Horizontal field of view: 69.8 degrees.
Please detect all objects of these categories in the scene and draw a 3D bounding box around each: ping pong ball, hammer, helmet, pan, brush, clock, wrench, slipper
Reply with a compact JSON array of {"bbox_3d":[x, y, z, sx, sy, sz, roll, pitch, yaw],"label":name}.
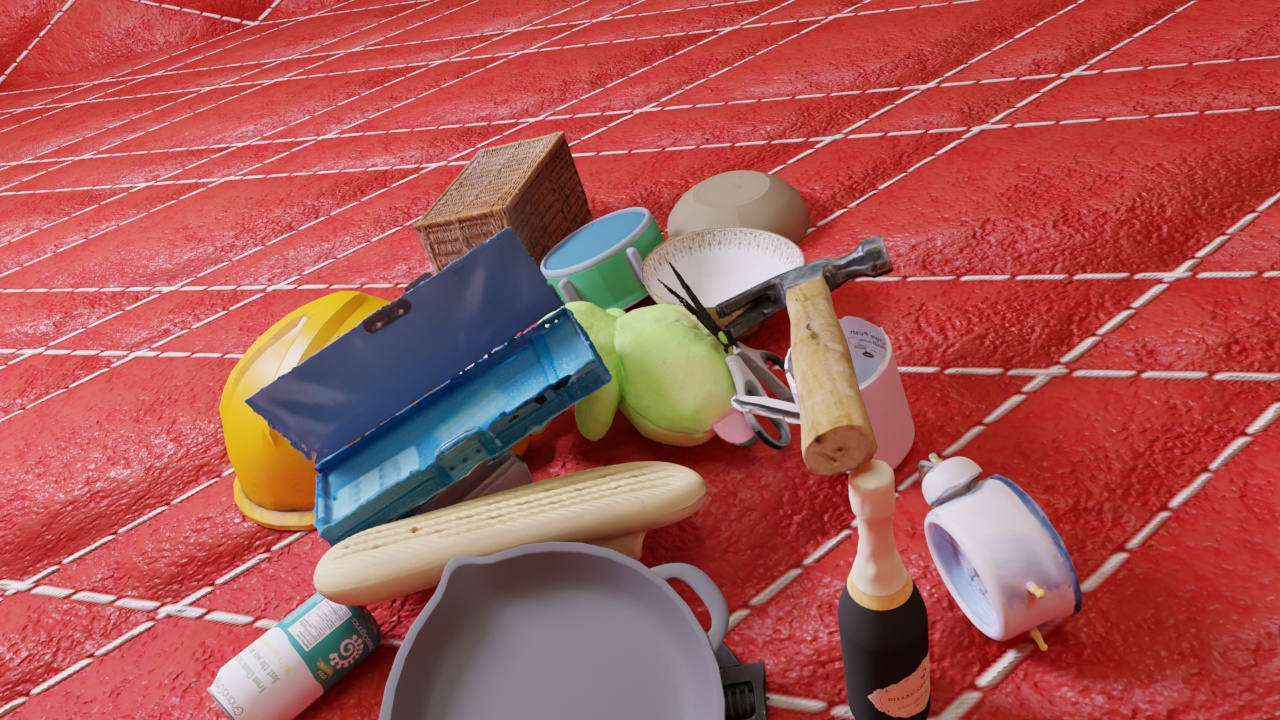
[{"bbox_3d":[-0.111,0.063,0.753,0.040,0.040,0.040,-10,36,7],"label":"ping pong ball"},{"bbox_3d":[0.106,-0.012,0.561,0.132,0.033,0.329,-19,15,13],"label":"hammer"},{"bbox_3d":[-0.260,0.013,0.798,0.205,0.131,0.254,16,47,35],"label":"helmet"},{"bbox_3d":[-0.099,0.233,0.501,0.354,0.024,0.216,-34,62,-12],"label":"pan"},{"bbox_3d":[-0.153,0.112,0.688,0.075,0.055,0.135,16,47,44],"label":"brush"},{"bbox_3d":[0.203,0.107,0.544,0.052,0.089,0.125,-25,37,-4],"label":"clock"},{"bbox_3d":[0.080,0.241,0.469,0.073,0.018,0.273,-25,38,-13],"label":"wrench"},{"bbox_3d":[-0.030,-0.100,0.914,0.122,0.075,0.161,-24,24,11],"label":"clock"},{"bbox_3d":[-0.081,0.132,0.618,0.261,0.079,0.111,-12,11,-10],"label":"slipper"}]

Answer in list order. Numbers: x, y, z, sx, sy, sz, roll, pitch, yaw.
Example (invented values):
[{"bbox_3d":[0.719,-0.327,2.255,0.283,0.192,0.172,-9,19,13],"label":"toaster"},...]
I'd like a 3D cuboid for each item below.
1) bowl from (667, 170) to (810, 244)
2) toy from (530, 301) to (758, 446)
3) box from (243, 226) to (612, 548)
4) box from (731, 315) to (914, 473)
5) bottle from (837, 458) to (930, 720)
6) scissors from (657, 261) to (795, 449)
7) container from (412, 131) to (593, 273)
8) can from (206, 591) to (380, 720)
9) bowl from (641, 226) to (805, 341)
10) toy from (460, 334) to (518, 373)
[{"bbox_3d":[0.099,-0.159,0.968,0.152,0.050,0.152,-10,36,7],"label":"bowl"},{"bbox_3d":[-0.004,0.004,0.739,0.197,0.107,0.149,-4,31,12],"label":"toy"},{"bbox_3d":[-0.151,0.020,0.641,0.231,0.112,0.094,-32,36,2],"label":"box"},{"bbox_3d":[0.128,0.035,0.626,0.084,0.147,0.136,17,56,40],"label":"box"},{"bbox_3d":[0.123,0.122,0.468,0.045,0.185,0.045,-10,36,7],"label":"bottle"},{"bbox_3d":[0.076,-0.007,0.708,0.150,0.164,0.013,0,-27,-47],"label":"scissors"},{"bbox_3d":[-0.142,-0.151,0.990,0.113,0.114,0.197,-4,35,22],"label":"container"},{"bbox_3d":[-0.225,0.197,0.602,0.055,0.055,0.101,23,50,40],"label":"can"},{"bbox_3d":[0.076,-0.061,0.828,0.145,0.063,0.145,-5,35,4],"label":"bowl"},{"bbox_3d":[-0.132,0.027,0.774,0.053,0.099,0.095,30,62,17],"label":"toy"}]
